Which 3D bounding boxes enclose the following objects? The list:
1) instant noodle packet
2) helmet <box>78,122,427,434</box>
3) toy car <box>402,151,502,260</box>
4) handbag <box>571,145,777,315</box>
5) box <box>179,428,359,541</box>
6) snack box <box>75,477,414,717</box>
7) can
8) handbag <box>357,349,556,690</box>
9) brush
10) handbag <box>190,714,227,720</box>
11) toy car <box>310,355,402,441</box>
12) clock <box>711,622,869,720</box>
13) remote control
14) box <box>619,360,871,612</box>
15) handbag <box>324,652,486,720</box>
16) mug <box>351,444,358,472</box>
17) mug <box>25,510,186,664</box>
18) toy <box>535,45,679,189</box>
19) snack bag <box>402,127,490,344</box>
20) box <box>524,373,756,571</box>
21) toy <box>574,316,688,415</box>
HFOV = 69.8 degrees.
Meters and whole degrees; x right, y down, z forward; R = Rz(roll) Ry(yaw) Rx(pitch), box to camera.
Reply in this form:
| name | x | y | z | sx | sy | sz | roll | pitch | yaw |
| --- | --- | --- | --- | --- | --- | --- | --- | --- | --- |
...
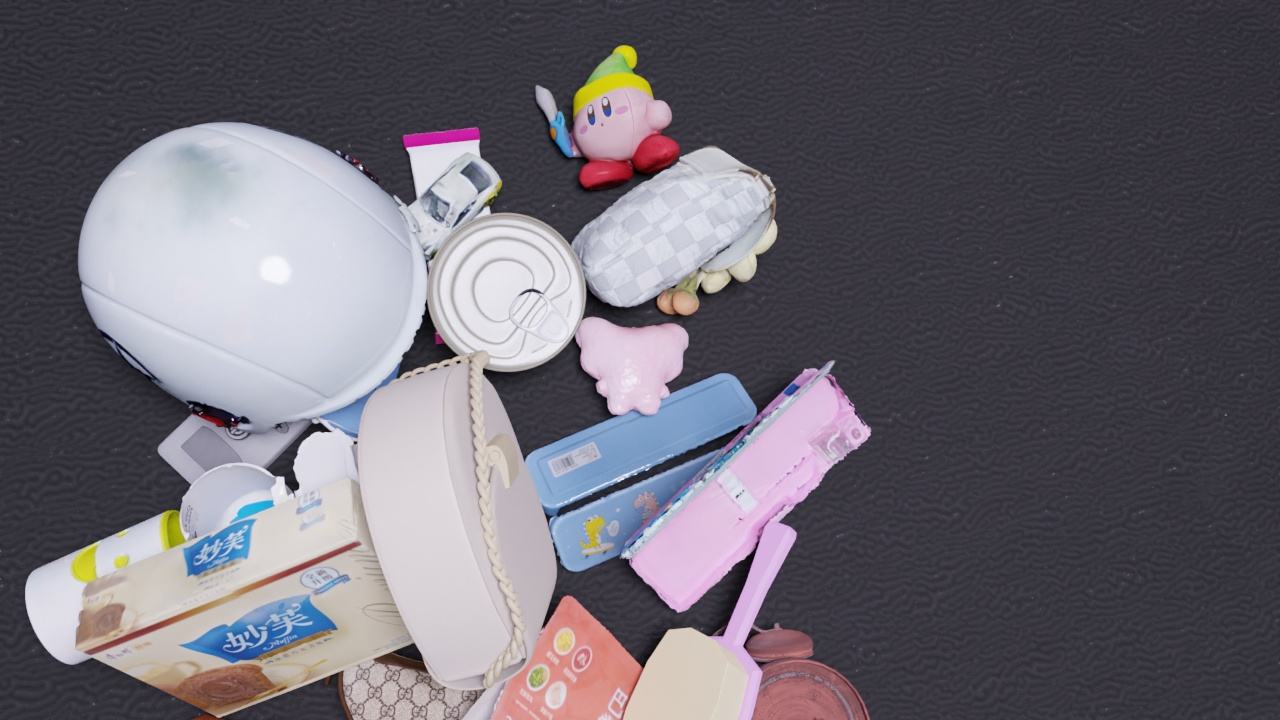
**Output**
| name | x | y | z | sx | sy | sz | roll | pitch | yaw |
| --- | --- | --- | --- | --- | --- | --- | --- | --- | --- |
| instant noodle packet | -0.073 | 0.309 | 0.688 | 0.220 | 0.084 | 0.164 | -51 | 122 | -23 |
| helmet | -0.304 | -0.078 | 0.695 | 0.264 | 0.164 | 0.236 | 25 | 78 | 24 |
| toy car | -0.168 | -0.136 | 0.803 | 0.048 | 0.033 | 0.105 | 41 | 77 | -1 |
| handbag | 0.032 | -0.102 | 0.800 | 0.171 | 0.112 | 0.123 | -32 | 119 | 0 |
| box | -0.272 | 0.112 | 0.706 | 0.143 | 0.137 | 0.083 | -11 | 70 | -10 |
| snack box | -0.262 | 0.178 | 0.664 | 0.207 | 0.153 | 0.055 | -22 | 49 | 3 |
| can | -0.115 | -0.056 | 0.771 | 0.127 | 0.073 | 0.128 | -1 | 92 | -14 |
| handbag | -0.133 | 0.110 | 0.660 | 0.103 | 0.210 | 0.208 | -17 | 96 | 3 |
| brush | 0.059 | 0.228 | 0.721 | 0.043 | 0.089 | 0.228 | 35 | 75 | -36 |
| handbag | -0.273 | 0.349 | 0.699 | 0.172 | 0.060 | 0.108 | 18 | 72 | -6 |
| toy car | -0.230 | -0.006 | 0.765 | 0.056 | 0.055 | 0.153 | 32 | 60 | -41 |
| clock | 0.111 | 0.288 | 0.751 | 0.120 | 0.072 | 0.157 | -35 | 86 | -12 |
| remote control | -0.323 | 0.045 | 0.773 | 0.074 | 0.019 | 0.151 | 42 | 77 | 2 |
| box | 0.078 | 0.092 | 0.747 | 0.230 | 0.159 | 0.066 | -43 | 53 | -5 |
| handbag | -0.165 | 0.239 | 0.743 | 0.166 | 0.063 | 0.138 | 3 | 62 | -2 |
| mug | -0.225 | 0.119 | 0.750 | 0.105 | 0.073 | 0.089 | -22 | 81 | 18 |
| mug | -0.396 | 0.174 | 0.708 | 0.106 | 0.083 | 0.082 | -24 | 83 | -10 |
| toy | -0.027 | -0.227 | 0.844 | 0.124 | 0.096 | 0.131 | -18 | 89 | 29 |
| snack bag | -0.164 | -0.114 | 0.824 | 0.070 | 0.016 | 0.196 | -10 | 81 | -12 |
| box | 0.013 | 0.095 | 0.790 | 0.209 | 0.049 | 0.120 | -22 | 83 | -10 |
| toy | -0.005 | 0.005 | 0.802 | 0.102 | 0.050 | 0.093 | 0 | 67 | -10 |
